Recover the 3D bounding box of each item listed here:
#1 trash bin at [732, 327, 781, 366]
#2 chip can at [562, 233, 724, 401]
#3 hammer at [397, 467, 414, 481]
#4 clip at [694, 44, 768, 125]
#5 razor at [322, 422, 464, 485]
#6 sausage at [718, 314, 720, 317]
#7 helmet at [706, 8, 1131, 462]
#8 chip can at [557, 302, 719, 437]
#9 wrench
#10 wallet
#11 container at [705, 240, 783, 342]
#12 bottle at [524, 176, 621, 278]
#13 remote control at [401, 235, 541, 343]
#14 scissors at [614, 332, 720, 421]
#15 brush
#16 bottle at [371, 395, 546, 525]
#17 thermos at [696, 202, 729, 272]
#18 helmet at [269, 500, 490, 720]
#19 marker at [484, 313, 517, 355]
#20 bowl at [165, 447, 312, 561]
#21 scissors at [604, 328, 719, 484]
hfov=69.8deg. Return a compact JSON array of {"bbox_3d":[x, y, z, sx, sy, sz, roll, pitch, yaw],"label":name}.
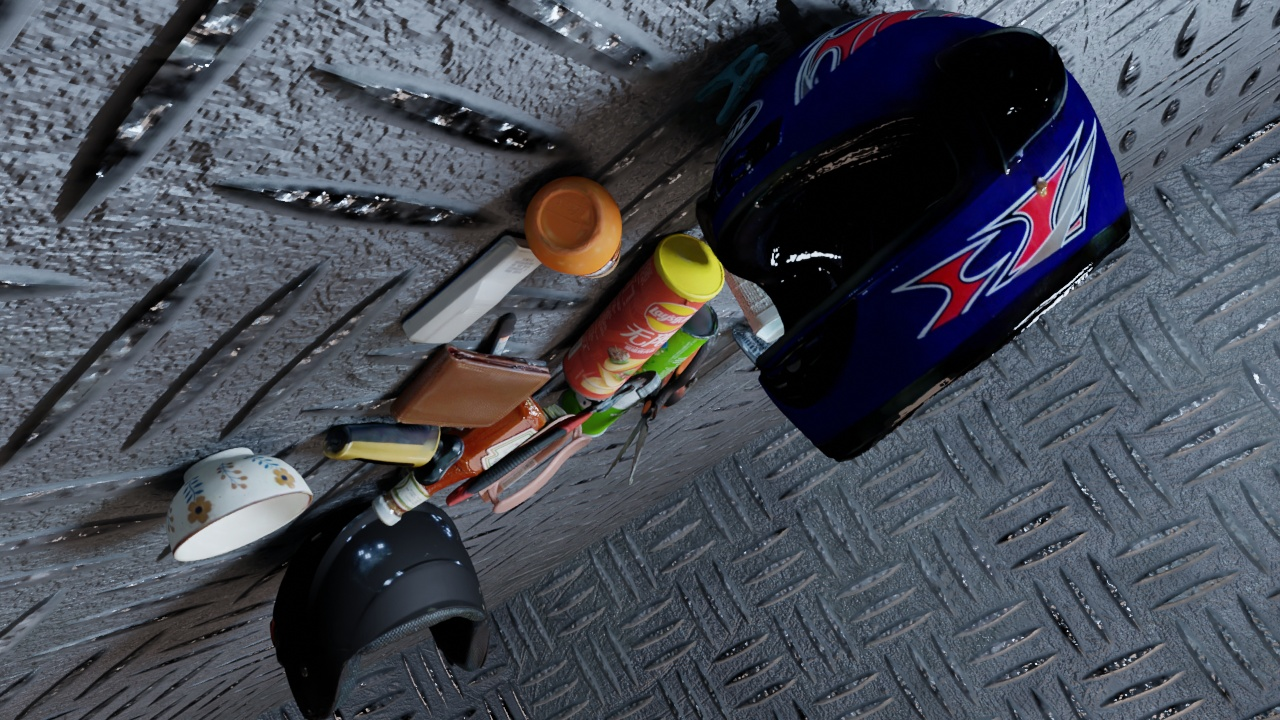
[{"bbox_3d":[0.277,-0.030,1.306,0.195,0.226,0.226,-46,164,10],"label":"trash bin"},{"bbox_3d":[-0.004,-0.037,0.914,0.073,0.073,0.217,-19,163,-40],"label":"chip can"},{"bbox_3d":[-0.157,0.096,1.159,0.322,0.032,0.126,-20,163,-39],"label":"hammer"},{"bbox_3d":[0.063,-0.187,0.615,0.056,0.038,0.013,-45,165,25],"label":"clip"},{"bbox_3d":[-0.240,0.088,0.892,0.062,0.067,0.167,-1,172,24],"label":"razor"},{"bbox_3d":[0.032,-0.015,1.180,0.165,0.021,0.021,-32,167,8],"label":"sausage"},{"bbox_3d":[0.165,-0.107,0.633,0.314,0.240,0.248,-34,170,-32],"label":"helmet"},{"bbox_3d":[-0.006,0.006,1.065,0.072,0.072,0.237,-17,161,-46],"label":"chip can"},{"bbox_3d":[-0.098,0.085,1.009,0.273,0.016,0.056,-31,-163,3],"label":"wrench"},{"bbox_3d":[-0.158,0.025,0.856,0.101,0.032,0.124,-38,151,31],"label":"wallet"},{"bbox_3d":[0.130,-0.091,0.915,0.090,0.111,0.090,-34,166,12],"label":"container"},{"bbox_3d":[-0.041,-0.089,0.675,0.067,0.066,0.149,-31,174,3],"label":"bottle"},{"bbox_3d":[-0.125,-0.052,0.699,0.125,0.024,0.049,-37,166,23],"label":"remote control"},{"bbox_3d":[0.023,0.036,1.178,0.226,0.015,0.188,-43,-168,13],"label":"scissors"},{"bbox_3d":[-0.129,0.113,1.074,0.145,0.073,0.063,-36,155,-15],"label":"brush"},{"bbox_3d":[-0.198,0.105,0.993,0.206,0.060,0.060,-37,167,-2],"label":"bottle"},{"bbox_3d":[0.166,-0.174,0.819,0.242,0.068,0.090,-31,135,-4],"label":"thermos"},{"bbox_3d":[-0.317,0.288,1.101,0.276,0.230,0.233,-24,163,40],"label":"helmet"},{"bbox_3d":[-0.137,-0.009,0.855,0.018,0.015,0.124,-19,160,-33],"label":"marker"},{"bbox_3d":[-0.337,0.111,0.758,0.113,0.062,0.113,-27,166,-7],"label":"bowl"},{"bbox_3d":[0.024,0.040,1.084,0.221,0.021,0.228,-50,-161,26],"label":"scissors"}]
